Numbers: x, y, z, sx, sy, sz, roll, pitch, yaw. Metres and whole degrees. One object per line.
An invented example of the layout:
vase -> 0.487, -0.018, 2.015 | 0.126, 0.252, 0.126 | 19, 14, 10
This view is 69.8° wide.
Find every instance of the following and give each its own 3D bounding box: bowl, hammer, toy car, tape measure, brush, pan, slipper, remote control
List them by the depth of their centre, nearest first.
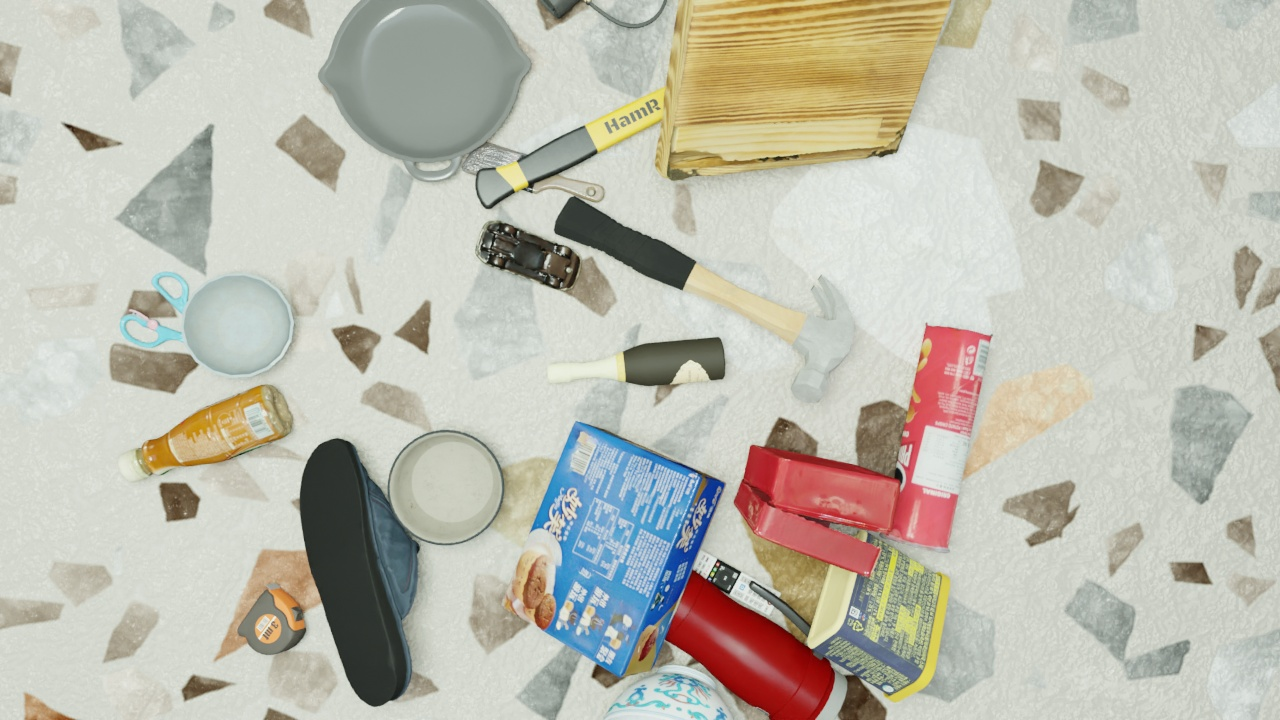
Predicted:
bowl -> -0.407, -0.034, 0.938 | 0.106, 0.039, 0.106 | 1, 86, -11
slipper -> -0.271, 0.208, 0.938 | 0.109, 0.083, 0.265 | -27, 76, 35
bowl -> 0.038, 0.362, 0.939 | 0.144, 0.144, 0.074 | 24, 49, -3
bowl -> -0.196, 0.127, 0.944 | 0.115, 0.059, 0.115 | 0, 90, -3
tape measure -> -0.375, 0.272, 0.948 | 0.059, 0.038, 0.058 | 34, 88, 11
hammer -> 0.065, -0.081, 0.952 | 0.328, 0.039, 0.130 | 26, 62, 2
pan -> -0.228, -0.363, 0.957 | 0.216, 0.024, 0.354 | -4, 90, -3
hammer -> -0.023, -0.240, 0.960 | 0.324, 0.034, 0.170 | -27, 93, -5
toy car -> -0.117, -0.109, 0.960 | 0.112, 0.040, 0.048 | 20, 89, -21
brush -> -0.111, -0.196, 0.971 | 0.151, 0.012, 0.039 | 17, 89, -4
remote control -> 0.090, 0.232, 0.984 | 0.124, 0.012, 0.028 | 29, 89, -3

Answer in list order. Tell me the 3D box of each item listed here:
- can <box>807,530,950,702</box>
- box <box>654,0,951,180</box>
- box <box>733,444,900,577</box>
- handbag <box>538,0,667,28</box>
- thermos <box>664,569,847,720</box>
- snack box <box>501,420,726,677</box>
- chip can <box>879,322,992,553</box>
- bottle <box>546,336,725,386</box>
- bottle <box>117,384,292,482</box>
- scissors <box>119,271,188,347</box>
can -> 0.243, 0.257, 0.935 | 0.104, 0.075, 0.134 | 31, 47, -1
box -> 0.128, -0.380, 0.899 | 0.278, 0.286, 0.337 | -9, 132, -20
box -> 0.171, 0.138, 0.917 | 0.129, 0.157, 0.097 | 16, 92, -5
handbag -> -0.044, -0.435, 0.950 | 0.175, 0.072, 0.196 | -40, 96, -2
thermos -> 0.118, 0.293, 0.948 | 0.198, 0.084, 0.108 | 35, 94, -1
snack box -> -0.028, 0.184, 0.915 | 0.155, 0.069, 0.202 | 21, 88, 29
chip can -> 0.312, 0.079, 0.966 | 0.073, 0.073, 0.233 | 12, 89, -3
bottle -> -0.006, 0.006, 0.960 | 0.184, 0.045, 0.045 | -5, 90, -3
bottle -> -0.443, 0.079, 0.930 | 0.167, 0.059, 0.059 | -22, 91, -3
scissors -> -0.463, -0.042, 0.956 | 0.142, 0.015, 0.095 | 18, 89, -9
